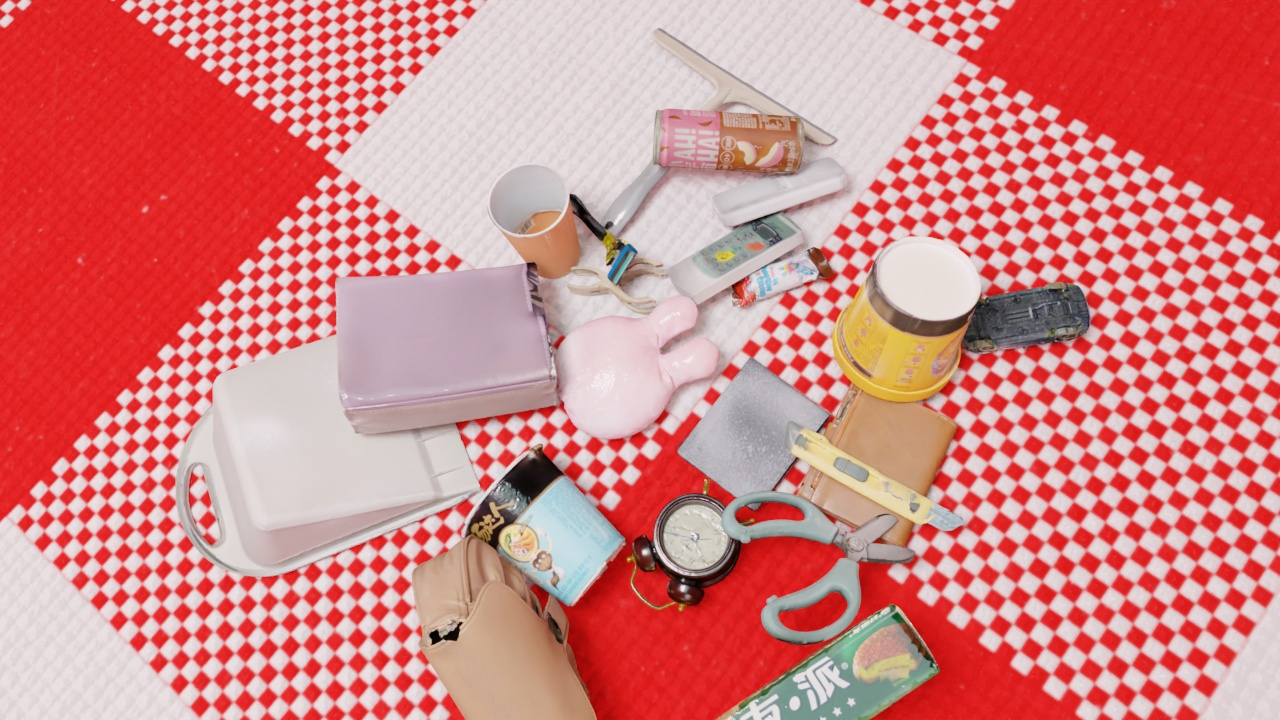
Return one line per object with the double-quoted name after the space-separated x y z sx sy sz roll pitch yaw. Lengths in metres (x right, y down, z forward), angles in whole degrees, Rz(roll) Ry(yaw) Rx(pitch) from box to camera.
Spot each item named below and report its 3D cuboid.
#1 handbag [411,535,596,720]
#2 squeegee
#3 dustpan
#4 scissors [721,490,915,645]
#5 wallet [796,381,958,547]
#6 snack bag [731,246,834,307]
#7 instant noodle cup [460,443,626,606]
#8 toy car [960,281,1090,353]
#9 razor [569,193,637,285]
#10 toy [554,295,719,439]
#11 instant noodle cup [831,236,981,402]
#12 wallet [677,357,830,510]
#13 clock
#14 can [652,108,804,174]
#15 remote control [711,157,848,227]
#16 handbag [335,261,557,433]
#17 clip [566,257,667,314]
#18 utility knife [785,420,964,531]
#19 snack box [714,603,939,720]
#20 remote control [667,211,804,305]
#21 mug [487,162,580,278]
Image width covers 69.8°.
-0.107 0.246 0.755 0.100 0.147 0.204 -30 105 -1 "handbag"
0.034 -0.220 0.968 0.246 0.039 0.246 38 81 17 "squeegee"
-0.332 0.095 0.927 0.257 0.143 0.222 -14 68 -29 "dustpan"
0.152 0.177 0.772 0.174 0.019 0.176 9 47 -1 "scissors"
0.218 0.093 0.847 0.108 0.031 0.131 25 75 12 "wallet"
0.137 -0.083 0.916 0.105 0.026 0.045 -18 47 1 "snack bag"
-0.081 0.154 0.830 0.120 0.111 0.111 39 80 9 "instant noodle cup"
0.361 -0.038 0.870 0.121 0.037 0.054 -9 72 15 "toy car"
-0.043 -0.131 0.940 0.043 0.022 0.142 -56 47 20 "razor"
-0.005 0.005 0.890 0.159 0.054 0.121 -25 78 5 "toy"
0.243 -0.041 0.830 0.118 0.115 0.118 0 57 -1 "instant noodle cup"
0.107 0.070 0.877 0.097 0.019 0.120 37 81 18 "wallet"
0.042 0.171 0.830 0.082 0.055 0.121 41 78 17 "clock"
0.087 -0.220 0.922 0.147 0.058 0.057 3 72 -2 "can"
0.141 -0.172 0.938 0.136 0.020 0.055 -19 34 0 "remote control"
-0.187 -0.015 0.883 0.197 0.099 0.144 -7 69 -8 "handbag"
-0.022 -0.066 0.928 0.104 0.035 0.089 -13 70 8 "clip"
0.206 0.107 0.824 0.175 0.019 0.031 29 84 8 "utility knife"
0.122 0.292 0.750 0.240 0.114 0.063 -32 70 -5 "snack box"
0.094 -0.105 0.918 0.135 0.019 0.056 -30 44 -7 "remote control"
-0.099 -0.131 0.911 0.078 0.123 0.078 -2 71 5 "mug"
